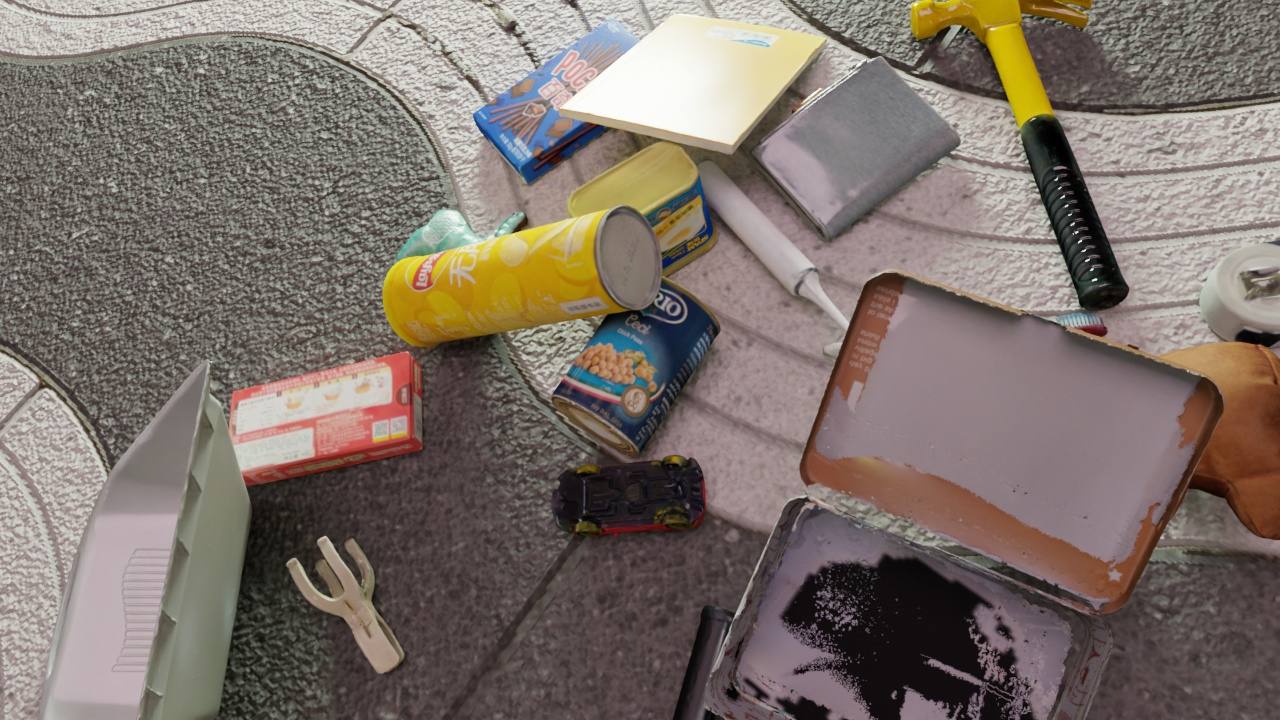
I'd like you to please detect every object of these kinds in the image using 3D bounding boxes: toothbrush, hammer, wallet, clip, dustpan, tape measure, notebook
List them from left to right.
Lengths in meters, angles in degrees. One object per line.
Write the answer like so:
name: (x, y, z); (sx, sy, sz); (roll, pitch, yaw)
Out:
dustpan: (-0.346, 0.147, 0.596); (0.142, 0.258, 0.222); (4, 63, -11)
clip: (-0.203, 0.161, 0.625); (0.035, 0.096, 0.101); (-34, 51, -5)
toothbrush: (0.019, 0.253, 0.546); (0.026, 0.027, 0.212); (-9, 55, 52)
notebook: (0.048, -0.229, 0.735); (0.146, 0.010, 0.205); (17, 46, 21)
toothbrush: (0.105, -0.076, 0.678); (0.026, 0.027, 0.221); (-27, 57, -16)
wallet: (0.161, -0.166, 0.710); (0.129, 0.037, 0.106); (-36, 73, -4)
toothbrush: (0.221, -0.017, 0.634); (0.188, 0.016, 0.017); (-5, 56, 11)
hammer: (0.297, -0.173, 0.682); (0.129, 0.033, 0.300); (-11, 63, 10)
tape measure: (0.401, -0.041, 0.591); (0.066, 0.033, 0.065); (-13, 61, 7)

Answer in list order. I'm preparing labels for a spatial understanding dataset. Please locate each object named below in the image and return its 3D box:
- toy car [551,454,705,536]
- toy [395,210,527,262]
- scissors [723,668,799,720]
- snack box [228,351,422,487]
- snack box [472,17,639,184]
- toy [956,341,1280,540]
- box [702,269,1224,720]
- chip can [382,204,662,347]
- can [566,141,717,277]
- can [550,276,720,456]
toy car: (-0.008, 0.094, 0.627); (0.106, 0.031, 0.049); (-7, 63, 9)
toy: (-0.140, -0.096, 0.755); (0.092, 0.030, 0.096); (30, 67, 20)
scissors: (0.143, 0.207, 0.543); (0.185, 0.019, 0.129); (-29, 62, 0)
snack box: (-0.245, 0.046, 0.712); (0.153, 0.025, 0.075); (-13, 61, 7)
snack box: (-0.060, -0.228, 0.799); (0.157, 0.026, 0.084); (-37, 61, -5)
toy: (0.270, 0.049, 0.544); (0.200, 0.140, 0.130); (3, 107, 16)
box: (0.164, 0.100, 0.488); (0.179, 0.102, 0.261); (21, 87, 19)
chip can: (-0.090, -0.056, 0.654); (0.214, 0.072, 0.072); (-7, 60, 37)
can: (0.002, -0.106, 0.692); (0.102, 0.083, 0.057); (-31, 61, -3)
can: (-0.004, 0.004, 0.645); (0.075, 0.075, 0.111); (27, 74, 24)
